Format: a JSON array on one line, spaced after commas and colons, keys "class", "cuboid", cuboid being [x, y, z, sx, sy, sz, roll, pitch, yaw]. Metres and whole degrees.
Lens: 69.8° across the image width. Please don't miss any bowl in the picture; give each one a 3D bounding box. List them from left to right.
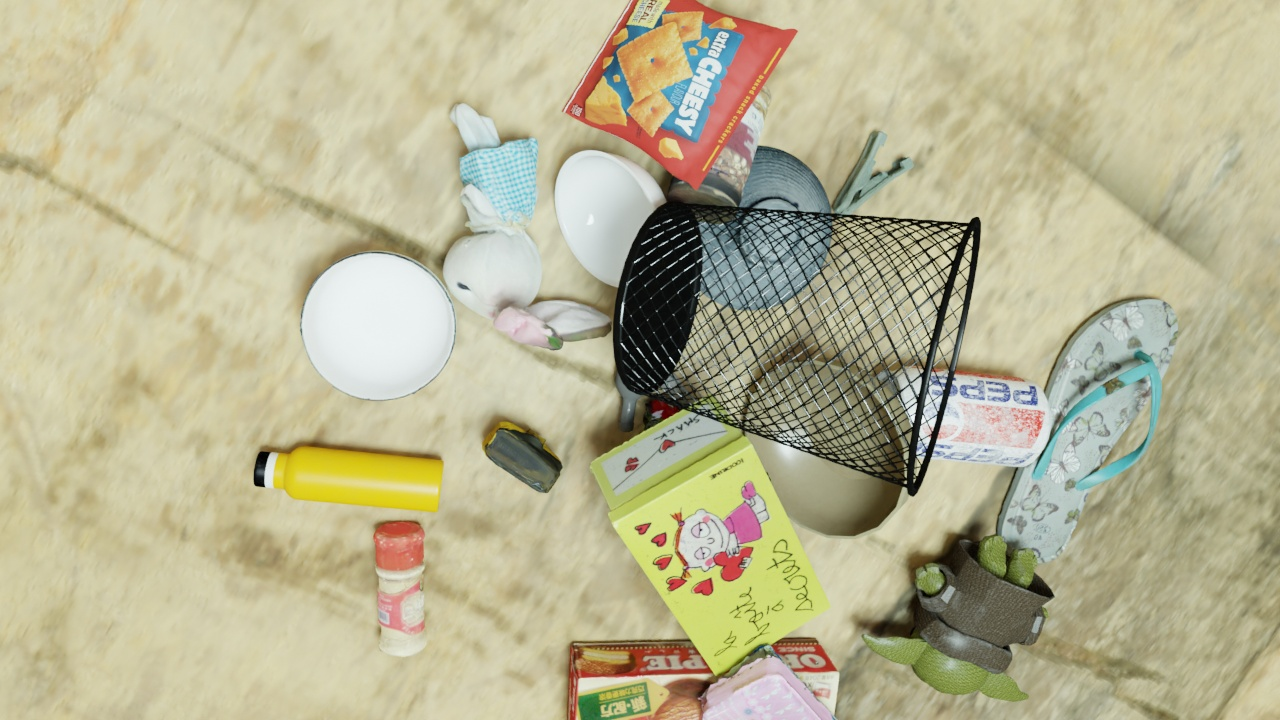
[{"class": "bowl", "cuboid": [-0.199, -0.030, 0.709, 0.113, 0.063, 0.113, -2, 102, -8]}, {"class": "bowl", "cuboid": [-0.013, -0.115, 0.713, 0.040, 0.110, 0.110, -34, 108, -38]}, {"class": "bowl", "cuboid": [0.099, -0.104, 0.742, 0.137, 0.057, 0.137, -2, 102, -9]}, {"class": "bowl", "cuboid": [0.163, 0.068, 0.761, 0.050, 0.153, 0.152, -20, 109, -45]}]

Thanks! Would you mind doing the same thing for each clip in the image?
[{"class": "clip", "cuboid": [0.188, -0.150, 0.764, 0.059, 0.023, 0.076, 41, 91, -13]}]

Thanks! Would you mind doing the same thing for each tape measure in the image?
[{"class": "tape measure", "cuboid": [-0.095, 0.076, 0.748, 0.065, 0.064, 0.037, 36, 87, -5]}]

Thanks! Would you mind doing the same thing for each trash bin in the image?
[{"class": "trash bin", "cuboid": [0.106, -0.023, 0.638, 0.210, 0.183, 0.184, 14, 101, 23]}]

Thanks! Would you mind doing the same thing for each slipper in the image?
[{"class": "slipper", "cuboid": [0.404, 0.065, 0.828, 0.098, 0.054, 0.269, 23, 99, -10]}]

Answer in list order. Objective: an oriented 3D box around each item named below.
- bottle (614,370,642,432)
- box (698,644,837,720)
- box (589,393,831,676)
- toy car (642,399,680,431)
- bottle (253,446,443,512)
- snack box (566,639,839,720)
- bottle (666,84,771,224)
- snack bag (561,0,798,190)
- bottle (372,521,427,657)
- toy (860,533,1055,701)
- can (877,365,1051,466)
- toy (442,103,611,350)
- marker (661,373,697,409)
[{"class": "bottle", "cuboid": [-0.005, 0.004, 0.763, 0.030, 0.030, 0.113, 7, 101, -10]}, {"class": "box", "cuboid": [0.146, 0.343, 0.796, 0.085, 0.053, 0.230, -34, 109, 18]}, {"class": "box", "cuboid": [0.062, 0.148, 0.745, 0.124, 0.080, 0.221, -28, 124, -2]}, {"class": "toy car", "cuboid": [0.027, 0.076, 0.777, 0.036, 0.042, 0.091, -14, 103, 2]}, {"class": "bottle", "cuboid": [-0.234, 0.095, 0.741, 0.143, 0.043, 0.043, 7, 101, -10]}, {"class": "snack box", "cuboid": [0.052, 0.316, 0.824, 0.236, 0.060, 0.113, 2, 104, -9]}, {"class": "bottle", "cuboid": [0.061, -0.164, 0.706, 0.056, 0.056, 0.105, 21, 77, -12]}, {"class": "snack bag", "cuboid": [0.025, -0.213, 0.688, 0.144, 0.039, 0.131, 36, 96, 28]}, {"class": "bottle", "cuboid": [-0.201, 0.192, 0.769, 0.044, 0.044, 0.109, -1, 103, -9]}, {"class": "toy", "cuboid": [0.302, 0.232, 0.835, 0.179, 0.078, 0.153, 23, 106, -13]}, {"class": "can", "cuboid": [0.273, 0.048, 0.790, 0.136, 0.078, 0.078, 6, 101, -10]}, {"class": "toy", "cuboid": [-0.114, -0.096, 0.697, 0.106, 0.131, 0.205, -19, 92, 18]}, {"class": "marker", "cuboid": [0.066, 0.065, 0.795, 0.016, 0.016, 0.140, -40, 104, 1]}]
